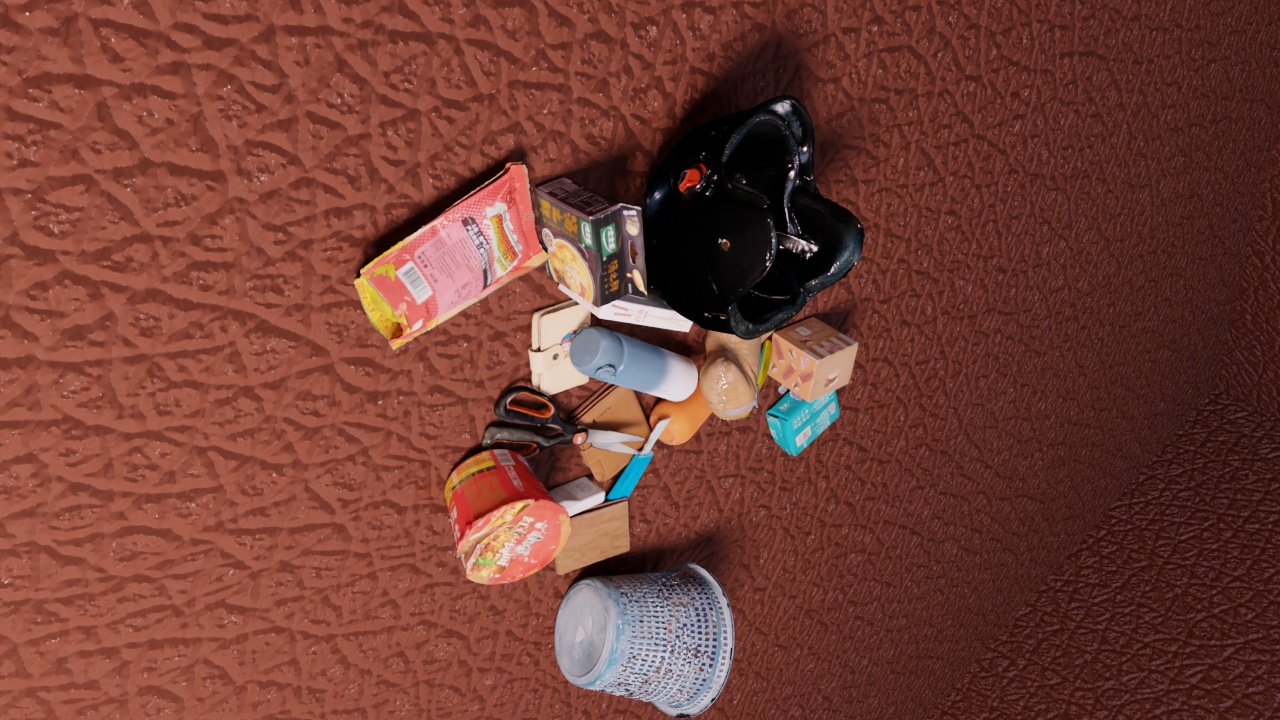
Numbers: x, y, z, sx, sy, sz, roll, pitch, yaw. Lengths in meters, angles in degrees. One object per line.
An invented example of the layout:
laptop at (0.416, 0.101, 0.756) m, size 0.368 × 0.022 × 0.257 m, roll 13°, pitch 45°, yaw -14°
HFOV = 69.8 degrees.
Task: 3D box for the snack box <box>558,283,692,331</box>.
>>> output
snack box at (-0.014, -0.071, 1.104) m, size 0.156 × 0.085 × 0.027 m, roll 6°, pitch 112°, yaw -45°

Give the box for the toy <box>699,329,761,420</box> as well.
toy at (0.130, -0.029, 1.250) m, size 0.143 × 0.082 × 0.225 m, roll 80°, pitch 19°, yaw -64°

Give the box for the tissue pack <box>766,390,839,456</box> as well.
tissue pack at (0.269, 0.083, 1.499) m, size 0.133 × 0.050 × 0.093 m, roll -39°, pitch 134°, yaw -19°

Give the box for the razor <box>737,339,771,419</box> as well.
razor at (0.172, 0.031, 1.387) m, size 0.043 × 0.028 × 0.133 m, roll 4°, pitch 114°, yaw -41°

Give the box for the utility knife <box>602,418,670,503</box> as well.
utility knife at (-0.012, 0.158, 1.272) m, size 0.034 × 0.018 × 0.204 m, roll 9°, pitch 123°, yaw -40°

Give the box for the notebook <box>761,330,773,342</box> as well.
notebook at (0.148, -0.093, 1.302) m, size 0.147 × 0.008 × 0.208 m, roll -43°, pitch 138°, yaw -14°

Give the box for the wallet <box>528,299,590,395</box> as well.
wallet at (-0.097, -0.014, 1.110) m, size 0.087 × 0.024 × 0.115 m, roll -19°, pitch 128°, yaw -33°

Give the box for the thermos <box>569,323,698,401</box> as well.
thermos at (-0.007, 0.007, 1.155) m, size 0.220 × 0.070 × 0.070 m, roll 17°, pitch 103°, yaw -56°

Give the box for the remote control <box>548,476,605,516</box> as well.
remote control at (-0.109, 0.188, 1.208) m, size 0.124 × 0.049 × 0.024 m, roll -18°, pitch 123°, yaw -36°

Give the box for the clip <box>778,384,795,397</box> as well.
clip at (0.242, 0.031, 1.467) m, size 0.024 × 0.026 × 0.056 m, roll 34°, pitch 77°, yaw -51°

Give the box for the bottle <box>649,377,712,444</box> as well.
bottle at (0.080, 0.057, 1.299) m, size 0.149 × 0.067 × 0.067 m, roll -39°, pitch 136°, yaw -30°

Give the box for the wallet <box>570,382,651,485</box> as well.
wallet at (-0.040, 0.093, 1.229) m, size 0.107 × 0.031 × 0.132 m, roll -40°, pitch 135°, yaw -20°

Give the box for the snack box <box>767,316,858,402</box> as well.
snack box at (0.260, -0.003, 1.399) m, size 0.092 × 0.094 × 0.077 m, roll -21°, pitch 132°, yaw -34°

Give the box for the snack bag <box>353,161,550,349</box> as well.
snack bag at (-0.186, -0.104, 0.941) m, size 0.207 × 0.073 × 0.129 m, roll -39°, pitch 141°, yaw -26°

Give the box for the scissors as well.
scissors at (-0.085, 0.081, 1.145) m, size 0.233 × 0.021 × 0.161 m, roll -12°, pitch 123°, yaw -23°

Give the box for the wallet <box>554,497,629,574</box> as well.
wallet at (-0.069, 0.245, 1.286) m, size 0.115 × 0.020 × 0.101 m, roll -14°, pitch 127°, yaw -17°

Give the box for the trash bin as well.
trash bin at (-0.008, 0.399, 1.338) m, size 0.195 × 0.226 × 0.227 m, roll 17°, pitch 103°, yaw -35°

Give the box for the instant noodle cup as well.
instant noodle cup at (-0.163, 0.179, 1.088) m, size 0.137 × 0.108 × 0.138 m, roll -16°, pitch 133°, yaw -18°

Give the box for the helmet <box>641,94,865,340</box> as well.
helmet at (0.112, -0.163, 1.060) m, size 0.233 × 0.231 × 0.275 m, roll -6°, pitch 103°, yaw -53°

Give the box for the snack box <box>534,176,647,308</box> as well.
snack box at (-0.055, -0.127, 0.998) m, size 0.053 × 0.126 × 0.113 m, roll -28°, pitch 132°, yaw -28°
